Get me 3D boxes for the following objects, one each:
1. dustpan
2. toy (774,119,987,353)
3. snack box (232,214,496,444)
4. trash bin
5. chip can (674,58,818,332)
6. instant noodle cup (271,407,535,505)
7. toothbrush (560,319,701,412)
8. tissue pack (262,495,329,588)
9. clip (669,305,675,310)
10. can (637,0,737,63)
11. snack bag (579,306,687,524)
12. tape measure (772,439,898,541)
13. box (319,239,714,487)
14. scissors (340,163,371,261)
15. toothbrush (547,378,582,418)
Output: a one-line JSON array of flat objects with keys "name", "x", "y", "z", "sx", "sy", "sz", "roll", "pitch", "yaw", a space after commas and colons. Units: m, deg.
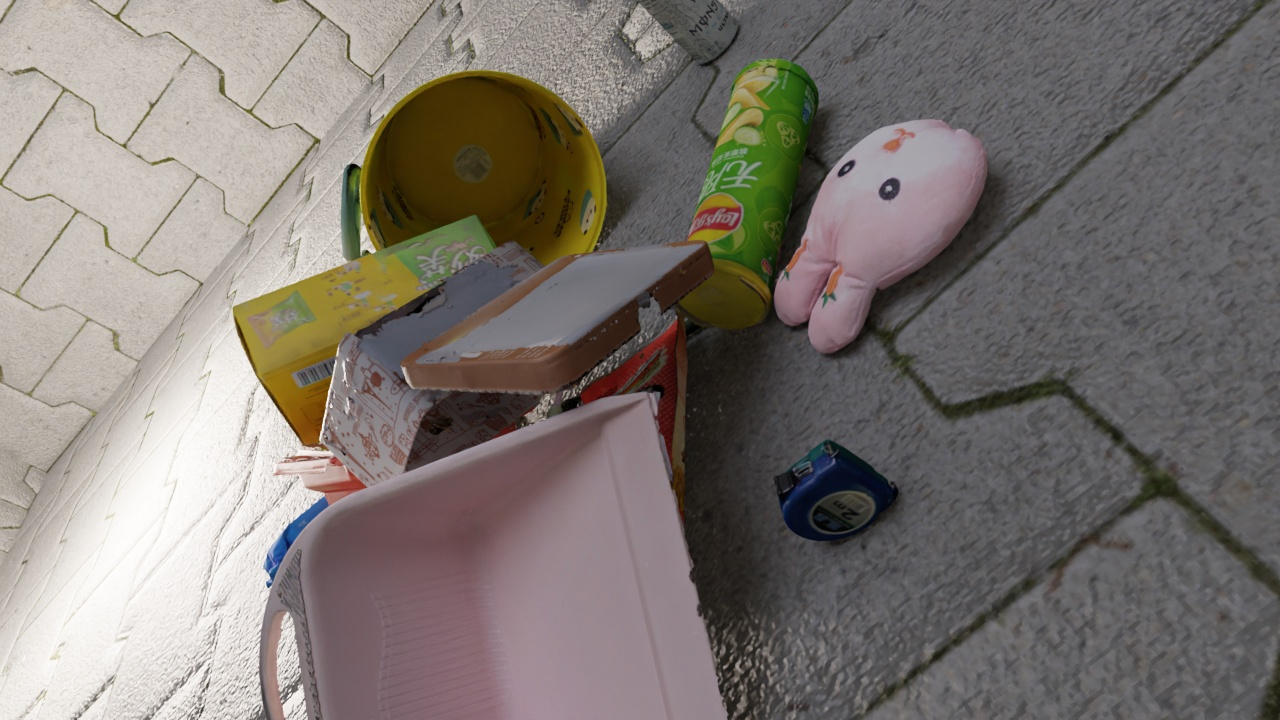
[{"name": "dustpan", "x": -0.097, "y": 0.162, "z": 0.503, "sx": 0.274, "sy": 0.138, "sz": 0.222, "roll": -31, "pitch": 69, "yaw": 46}, {"name": "toy", "x": 0.145, "y": -0.081, "z": 0.577, "sx": 0.159, "sy": 0.054, "sz": 0.121, "roll": -57, "pitch": 30, "yaw": 10}, {"name": "snack box", "x": -0.213, "y": -0.021, "z": 0.779, "sx": 0.209, "sy": 0.158, "sz": 0.070, "roll": -24, "pitch": 69, "yaw": -16}, {"name": "trash bin", "x": -0.175, "y": -0.196, "z": 0.968, "sx": 0.230, "sy": 0.229, "sz": 0.255, "roll": -49, "pitch": 26, "yaw": 7}, {"name": "chip can", "x": 0.082, "y": -0.130, "z": 0.686, "sx": 0.073, "sy": 0.072, "sz": 0.220, "roll": -17, "pitch": 47, "yaw": 45}, {"name": "instant noodle cup", "x": -0.195, "y": 0.088, "z": 0.779, "sx": 0.165, "sy": 0.188, "sz": 0.079, "roll": -12, "pitch": 92, "yaw": 49}, {"name": "toothbrush", "x": -0.004, "y": 0.004, "z": 0.727, "sx": 0.186, "sy": 0.012, "sz": 0.017, "roll": -34, "pitch": 42, "yaw": 29}, {"name": "tissue pack", "x": -0.279, "y": 0.153, "z": 0.850, "sx": 0.156, "sy": 0.052, "sz": 0.095, "roll": -44, "pitch": 0, "yaw": -36}, {"name": "clip", "x": 0.038, "y": -0.066, "z": 0.732, "sx": 0.030, "sy": 0.024, "sz": 0.057, "roll": -5, "pitch": 61, "yaw": 57}, {"name": "can", "x": 0.031, "y": -0.367, "z": 0.920, "sx": 0.058, "sy": 0.146, "sz": 0.058, "roll": -34, "pitch": 36, "yaw": 28}, {"name": "snack bag", "x": -0.010, "y": 0.061, "z": 0.633, "sx": 0.129, "sy": 0.073, "sz": 0.207, "roll": -46, "pitch": 25, "yaw": 34}, {"name": "tape measure", "x": 0.099, "y": 0.069, "z": 0.479, "sx": 0.055, "sy": 0.058, "sz": 0.025, "roll": -41, "pitch": 33, "yaw": 27}, {"name": "box", "x": -0.094, "y": -0.011, "z": 0.618, "sx": 0.275, "sy": 0.124, "sz": 0.178, "roll": -28, "pitch": 8, "yaw": 46}, {"name": "scissors", "x": -0.269, "y": -0.090, "z": 0.875, "sx": 0.179, "sy": 0.019, "sz": 0.172, "roll": 110, "pitch": 155, "yaw": -66}, {"name": "toothbrush", "x": -0.071, "y": 0.089, "z": 0.711, "sx": 0.029, "sy": 0.021, "sz": 0.188, "roll": 107, "pitch": 174, "yaw": -62}]
